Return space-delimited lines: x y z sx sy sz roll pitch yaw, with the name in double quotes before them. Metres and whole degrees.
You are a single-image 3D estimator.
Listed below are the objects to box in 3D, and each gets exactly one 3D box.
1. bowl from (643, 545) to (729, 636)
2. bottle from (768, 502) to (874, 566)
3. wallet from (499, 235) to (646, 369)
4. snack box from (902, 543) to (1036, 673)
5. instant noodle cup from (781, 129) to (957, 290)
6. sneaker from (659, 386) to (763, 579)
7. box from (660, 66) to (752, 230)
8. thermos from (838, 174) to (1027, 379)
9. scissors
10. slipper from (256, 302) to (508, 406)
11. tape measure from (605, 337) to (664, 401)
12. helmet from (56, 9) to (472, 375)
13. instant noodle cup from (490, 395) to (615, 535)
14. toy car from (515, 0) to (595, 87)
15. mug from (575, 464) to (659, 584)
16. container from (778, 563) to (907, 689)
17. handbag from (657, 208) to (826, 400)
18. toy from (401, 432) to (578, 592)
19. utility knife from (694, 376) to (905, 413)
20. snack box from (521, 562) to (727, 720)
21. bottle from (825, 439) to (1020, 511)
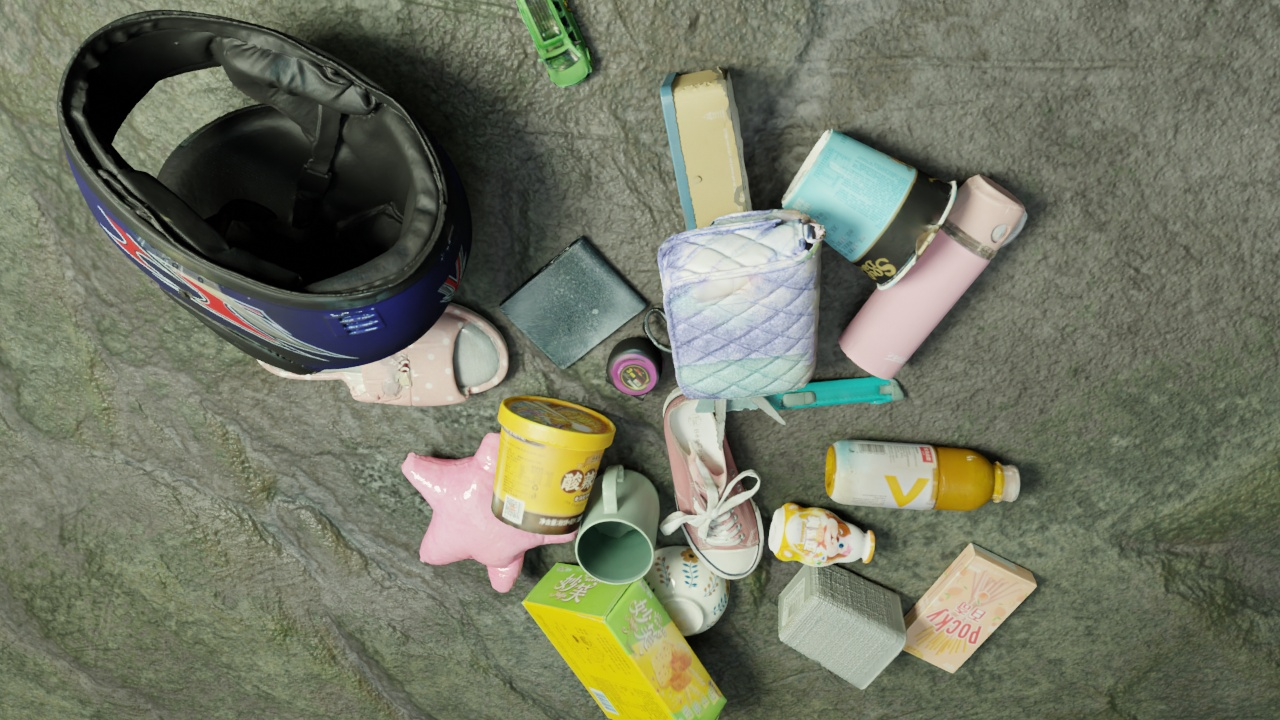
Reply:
"bowl" 0.046 0.275 1.054 0.113 0.062 0.114 2 116 4
"bottle" 0.197 0.192 0.994 0.108 0.063 0.063 10 118 0
"wallet" -0.069 -0.054 0.921 0.121 0.019 0.097 -36 109 23
"snack box" 0.365 0.284 1.044 0.084 0.026 0.158 26 116 -7
"instant noodle cup" 0.194 -0.140 0.805 0.120 0.111 0.111 32 116 -3
"sneaker" 0.074 0.145 0.968 0.118 0.087 0.241 -11 115 11
"box" 0.062 -0.173 0.807 0.060 0.089 0.184 -10 113 12
"thermos" 0.275 -0.074 0.853 0.087 0.067 0.199 14 121 -37
"scissors" 0.080 -0.003 0.904 0.181 0.014 0.159 32 100 2
"slipper" -0.272 -0.008 0.944 0.274 0.054 0.114 5 117 4
"tape measure" -0.006 0.005 0.933 0.057 0.039 0.058 27 121 -8
"helmet" -0.303 -0.128 0.779 0.315 0.241 0.246 28 72 -14
"instant noodle cup" -0.096 0.107 0.933 0.118 0.118 0.114 14 99 -2
"toy car" -0.074 -0.281 0.795 0.043 0.036 0.091 -21 117 14
"mug" -0.024 0.160 0.975 0.082 0.106 0.112 -4 117 9
"container" 0.221 0.289 1.029 0.114 0.090 0.090 29 116 -5
"handbag" 0.089 -0.044 0.798 0.134 0.075 0.194 -7 147 4
"toy" -0.186 0.170 1.014 0.179 0.074 0.194 -36 105 12
"utility knife" 0.162 0.037 0.923 0.216 0.013 0.029 -5 95 -4
"snack box" -0.018 0.332 1.044 0.158 0.069 0.210 -6 122 48
"bottle" 0.289 0.120 0.944 0.189 0.067 0.068 4 117 4
